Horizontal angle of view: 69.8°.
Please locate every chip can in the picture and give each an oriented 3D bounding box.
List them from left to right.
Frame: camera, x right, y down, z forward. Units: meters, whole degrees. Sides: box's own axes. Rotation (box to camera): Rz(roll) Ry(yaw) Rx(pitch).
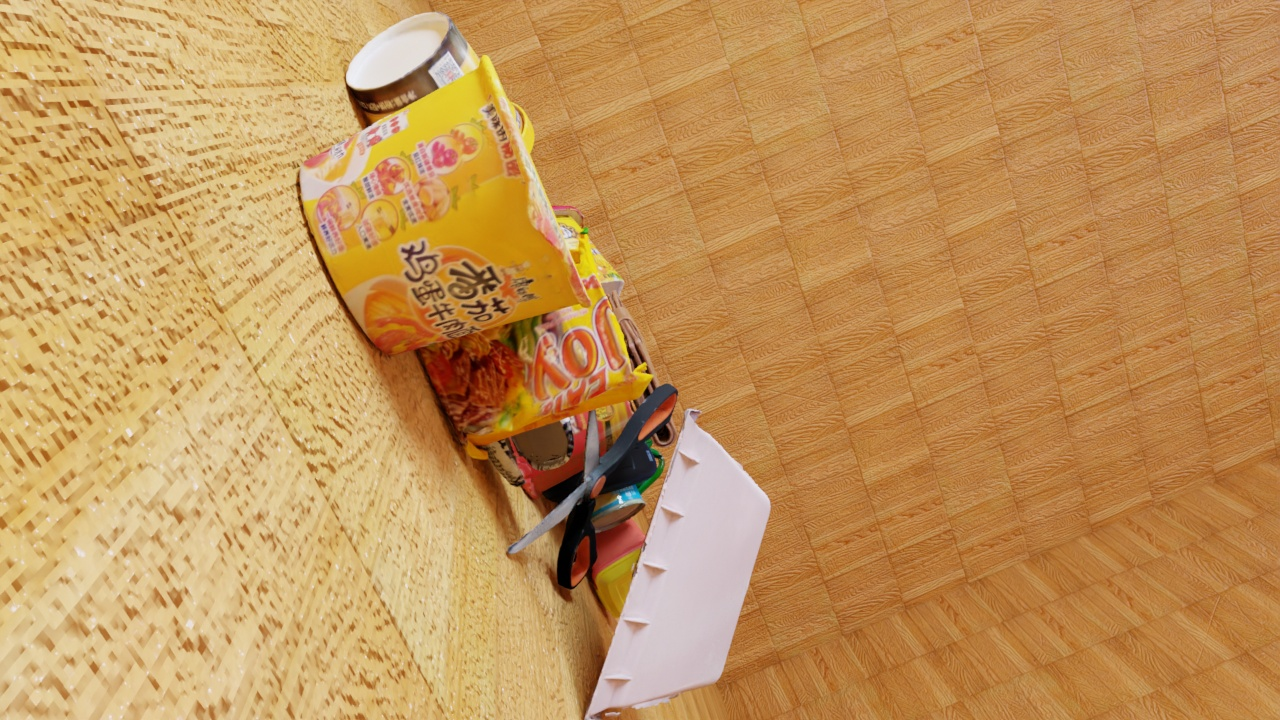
[{"bbox_3d":[-0.069,0.068,0.939,0.210,0.071,0.071,63,-3,20],"label":"chip can"}]

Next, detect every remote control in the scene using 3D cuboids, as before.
[{"bbox_3d":[-0.037,0.100,0.870,0.024,0.136,0.053,-47,-118,45],"label":"remote control"}]

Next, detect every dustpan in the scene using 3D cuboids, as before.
[{"bbox_3d":[-0.001,0.163,0.744,0.273,0.139,0.222,39,68,-56],"label":"dustpan"}]

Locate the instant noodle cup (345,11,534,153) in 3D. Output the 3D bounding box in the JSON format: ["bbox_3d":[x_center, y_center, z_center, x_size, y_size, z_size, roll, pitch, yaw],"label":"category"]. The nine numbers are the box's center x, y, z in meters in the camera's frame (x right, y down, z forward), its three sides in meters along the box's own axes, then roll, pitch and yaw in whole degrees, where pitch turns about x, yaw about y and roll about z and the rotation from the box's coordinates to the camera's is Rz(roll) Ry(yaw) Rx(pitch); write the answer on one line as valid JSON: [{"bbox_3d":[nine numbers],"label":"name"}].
[{"bbox_3d":[-0.161,-0.200,0.729,0.114,0.118,0.118,59,5,-45],"label":"instant noodle cup"}]

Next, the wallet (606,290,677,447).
[{"bbox_3d":[-0.005,0.005,0.826,0.131,0.031,0.108,-119,-172,-65],"label":"wallet"}]

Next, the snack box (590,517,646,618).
[{"bbox_3d":[-0.018,0.208,0.957,0.080,0.082,0.091,53,-13,45],"label":"snack box"}]

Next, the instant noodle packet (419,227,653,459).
[{"bbox_3d":[-0.068,-0.008,0.561,0.044,0.128,0.111,-62,131,-86],"label":"instant noodle packet"}]

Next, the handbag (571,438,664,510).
[{"bbox_3d":[-0.033,0.121,1.027,0.068,0.120,0.131,61,-3,30],"label":"handbag"}]

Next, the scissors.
[{"bbox_3d":[-0.035,0.092,0.680,0.022,0.232,0.221,28,-52,17],"label":"scissors"}]

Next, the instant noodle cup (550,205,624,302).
[{"bbox_3d":[-0.089,-0.083,0.929,0.123,0.116,0.116,45,-52,31],"label":"instant noodle cup"}]

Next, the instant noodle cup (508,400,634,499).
[{"bbox_3d":[-0.066,0.036,0.790,0.138,0.108,0.138,155,-87,-88],"label":"instant noodle cup"}]

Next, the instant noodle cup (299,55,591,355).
[{"bbox_3d":[-0.101,-0.072,0.477,0.138,0.110,0.138,155,-87,-88],"label":"instant noodle cup"}]

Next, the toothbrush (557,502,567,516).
[{"bbox_3d":[-0.109,0.071,0.911,0.014,0.016,0.189,-158,-132,-76],"label":"toothbrush"}]

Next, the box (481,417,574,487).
[{"bbox_3d":[-0.111,0.009,0.619,0.075,0.082,0.163,-18,-83,53],"label":"box"}]
